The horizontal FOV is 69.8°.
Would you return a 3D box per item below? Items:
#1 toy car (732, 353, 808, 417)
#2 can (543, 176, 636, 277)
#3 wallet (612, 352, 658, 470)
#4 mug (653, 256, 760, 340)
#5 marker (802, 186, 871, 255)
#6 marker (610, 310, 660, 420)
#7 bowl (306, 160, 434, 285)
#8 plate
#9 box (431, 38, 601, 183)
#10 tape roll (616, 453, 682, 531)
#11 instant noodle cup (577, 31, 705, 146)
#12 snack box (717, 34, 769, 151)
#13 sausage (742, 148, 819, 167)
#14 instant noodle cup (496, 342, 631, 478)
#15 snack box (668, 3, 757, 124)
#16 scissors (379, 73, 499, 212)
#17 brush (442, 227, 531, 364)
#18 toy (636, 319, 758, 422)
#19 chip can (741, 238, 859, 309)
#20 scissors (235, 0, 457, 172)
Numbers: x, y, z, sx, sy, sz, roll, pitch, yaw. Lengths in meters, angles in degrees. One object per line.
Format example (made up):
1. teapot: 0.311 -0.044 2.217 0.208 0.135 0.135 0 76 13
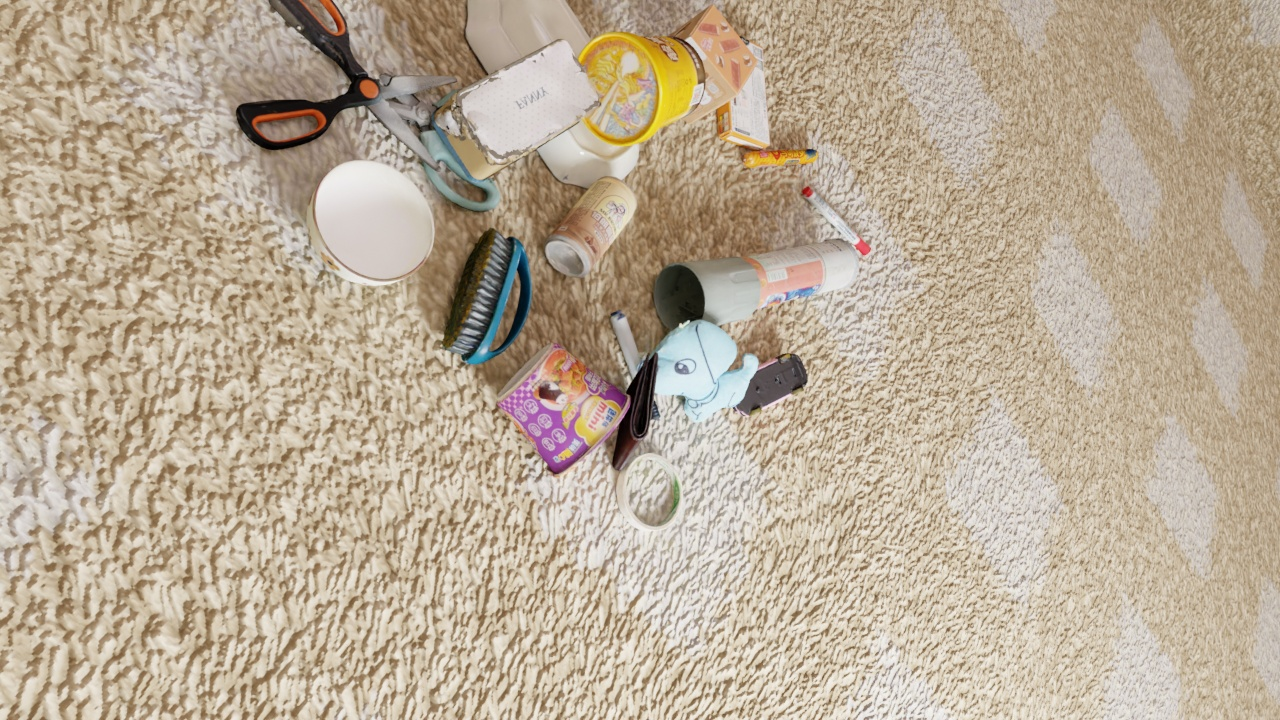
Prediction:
1. toy car: 0.158 0.030 1.153 0.122 0.037 0.056 -23 91 -28
2. can: -0.054 -0.147 1.009 0.058 0.059 0.116 47 54 -20
3. wallet: -0.007 0.055 0.959 0.020 0.122 0.096 14 67 -7
4. mug: 0.079 -0.060 1.092 0.103 0.084 0.124 -14 114 -42
5. marker: 0.284 -0.201 1.328 0.145 0.017 0.017 38 57 -26
6. marker: -0.006 0.006 1.034 0.022 0.018 0.130 -32 102 -76
7. bowl: -0.253 -0.119 0.837 0.113 0.062 0.113 12 70 -38
8. plate: -0.088 -0.322 1.043 0.161 0.034 0.266 -42 106 -38
9. box: -0.120 -0.261 0.944 0.183 0.062 0.090 -39 105 -37
10. tape roll: 0.011 0.145 1.015 0.085 0.014 0.085 11 72 -37
11. instant noodle cup: 0.005 -0.307 1.021 0.114 0.119 0.118 -30 98 -48
12. snack box: 0.137 -0.365 1.244 0.075 0.026 0.153 9 74 -38
13. sausage: 0.196 -0.281 1.273 0.164 0.022 0.021 -15 88 -41
14. instant noodle cup: -0.081 0.043 0.911 0.099 0.112 0.111 45 54 -12
15. snack box: 0.075 -0.370 1.150 0.094 0.093 0.076 44 55 -22
16. scissors: -0.191 -0.246 0.950 0.176 0.019 0.171 47 56 -16
17. brush: -0.145 -0.059 0.914 0.073 0.055 0.143 29 61 -29
18. toy: 0.068 0.009 1.043 0.161 0.050 0.156 -20 129 -21
19. chip can: 0.194 -0.112 1.194 0.214 0.071 0.071 -15 88 -41
20. scissors: -0.282 -0.265 0.874 0.233 0.022 0.221 -32 98 -36
